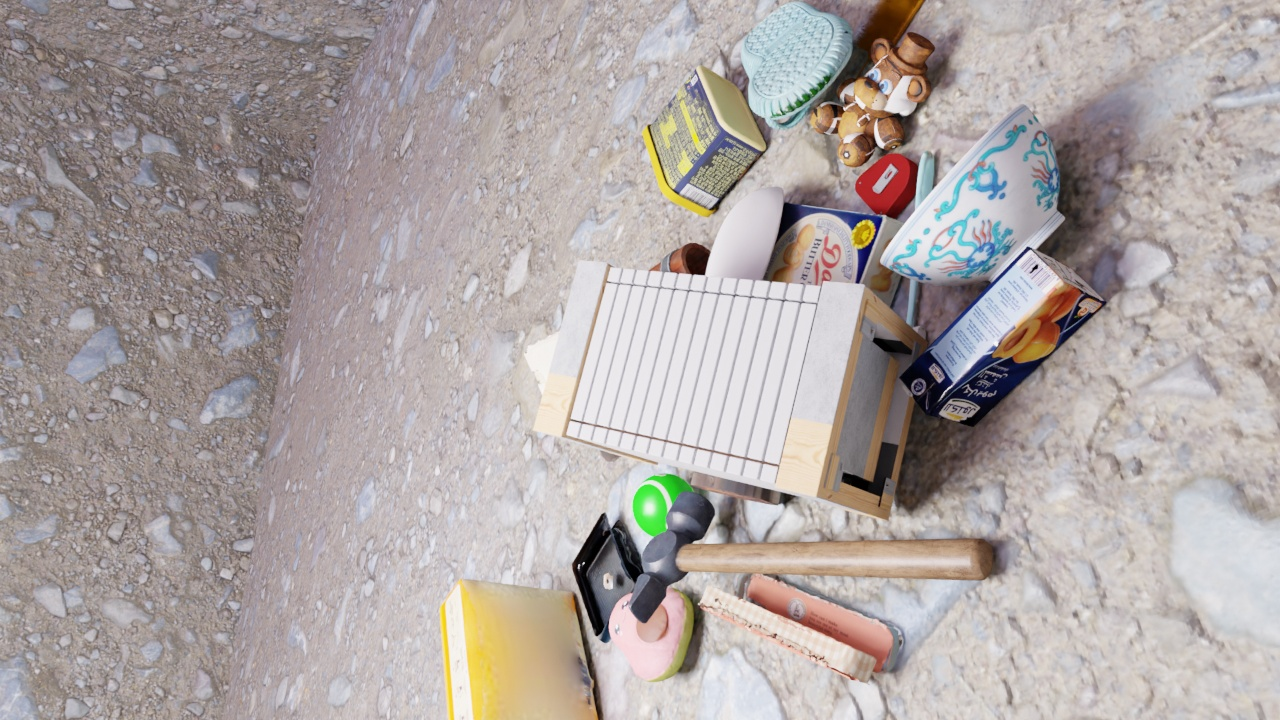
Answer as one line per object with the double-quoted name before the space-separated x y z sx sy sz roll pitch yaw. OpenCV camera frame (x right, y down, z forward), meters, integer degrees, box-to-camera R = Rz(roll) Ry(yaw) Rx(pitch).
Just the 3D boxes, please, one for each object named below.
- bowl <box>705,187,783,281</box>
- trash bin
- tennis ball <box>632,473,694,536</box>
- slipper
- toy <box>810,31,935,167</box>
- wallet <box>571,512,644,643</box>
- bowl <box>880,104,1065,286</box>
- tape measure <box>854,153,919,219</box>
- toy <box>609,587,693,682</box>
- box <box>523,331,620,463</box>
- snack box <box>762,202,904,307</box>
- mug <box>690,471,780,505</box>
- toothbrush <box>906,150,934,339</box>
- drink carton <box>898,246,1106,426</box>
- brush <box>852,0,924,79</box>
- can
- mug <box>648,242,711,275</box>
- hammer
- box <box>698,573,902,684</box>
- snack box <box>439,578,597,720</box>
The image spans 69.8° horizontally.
"bowl" 0.092 -0.103 0.895 0.149 0.043 0.149 -165 93 -86
"trash bin" 0.070 0.020 0.720 0.247 0.142 0.142 9 81 36
"tennis ball" 0.024 0.145 0.916 0.066 0.065 0.065 -32 49 47
"slipper" 0.157 -0.291 0.908 0.116 0.069 0.275 -39 24 20
"toy" 0.212 -0.233 0.811 0.087 0.067 0.113 60 140 30
"wallet" -0.035 0.236 1.001 0.089 0.026 0.115 -60 31 22
"bowl" 0.249 -0.100 0.654 0.074 0.143 0.144 44 120 12
"tape measure" 0.217 -0.157 0.806 0.051 0.019 0.059 -56 35 26
"toy" 0.008 0.264 0.896 0.110 0.051 0.090 -11 59 59
"box" -0.005 0.005 0.890 0.081 0.179 0.143 -17 103 52
"snack box" 0.162 -0.064 0.825 0.145 0.042 0.144 25 97 59
"mug" 0.111 0.071 0.820 0.116 0.080 0.107 8 80 30
"toothbrush" 0.231 -0.091 0.756 0.017 0.016 0.180 -14 64 58
"drink carton" 0.250 -0.012 0.640 0.130 0.064 0.040 -53 43 28
"brush" 0.226 -0.310 0.869 0.127 0.017 0.048 -58 34 22
"can" 0.070 -0.248 1.032 0.105 0.075 0.135 -46 40 32
"mug" 0.039 -0.055 0.994 0.111 0.081 0.117 -36 70 40
"hammer" 0.123 0.159 0.736 0.323 0.040 0.129 -12 34 44
"box" 0.123 0.209 0.744 0.067 0.057 0.187 -47 26 -22
"snack box" -0.128 0.336 0.987 0.081 0.145 0.195 -54 36 32
